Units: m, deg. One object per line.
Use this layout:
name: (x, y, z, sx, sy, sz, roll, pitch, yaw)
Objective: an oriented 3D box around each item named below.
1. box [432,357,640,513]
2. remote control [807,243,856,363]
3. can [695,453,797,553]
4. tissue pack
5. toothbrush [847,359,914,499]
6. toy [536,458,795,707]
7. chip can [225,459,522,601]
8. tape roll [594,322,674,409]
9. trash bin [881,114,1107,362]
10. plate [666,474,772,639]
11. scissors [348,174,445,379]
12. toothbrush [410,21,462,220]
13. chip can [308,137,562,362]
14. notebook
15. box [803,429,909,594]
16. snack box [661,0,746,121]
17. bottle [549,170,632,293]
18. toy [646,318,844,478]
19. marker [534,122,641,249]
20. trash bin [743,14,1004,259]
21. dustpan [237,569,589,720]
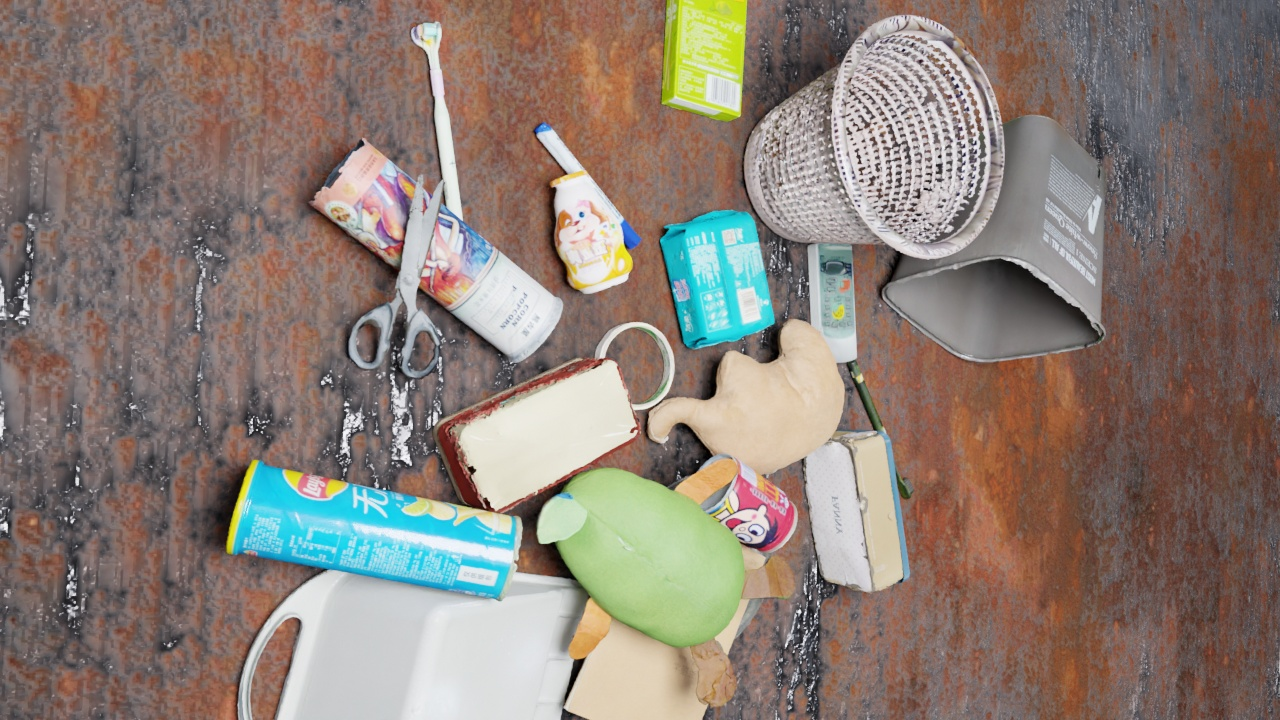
box: (-0.086, 0.061, 0.808, 0.168, 0.080, 0.091, -26, 102, -30)
remote control: (0.216, -0.064, 1.031, 0.056, 0.019, 0.135, -2, 90, -32)
can: (0.102, 0.142, 0.902, 0.093, 0.067, 0.066, 36, 71, -25)
tissue pack: (0.077, -0.084, 0.929, 0.093, 0.050, 0.133, -14, 96, -29)
toothbrush: (0.282, 0.080, 1.071, 0.017, 0.012, 0.186, -35, 106, -33)
toy: (0.019, 0.182, 0.821, 0.246, 0.090, 0.226, 40, 81, -12)
chip can: (-0.203, 0.134, 0.714, 0.210, 0.071, 0.071, 15, 81, -17)
tape roll: (-0.005, 0.005, 0.897, 0.085, 0.014, 0.086, 1, 88, -31)
trash bin: (0.427, -0.141, 1.068, 0.199, 0.199, 0.219, 32, 67, -27)
plate: (0.058, 0.204, 0.926, 0.179, 0.024, 0.179, 2, 86, -32)
scissors: (-0.193, -0.062, 0.732, 0.146, 0.014, 0.172, -20, 120, 4)
toothbrush: (-0.173, -0.197, 0.799, 0.020, 0.029, 0.189, -21, 105, -71)
chip can: (-0.167, -0.089, 0.769, 0.214, 0.071, 0.071, 40, 69, -23)
notebook: (0.030, 0.257, 0.885, 0.149, 0.012, 0.211, 33, 72, -26)
box: (0.233, 0.167, 0.996, 0.061, 0.090, 0.184, -14, 98, -32)
snack box: (0.067, -0.333, 0.943, 0.085, 0.026, 0.156, 5, 87, -31)
bottle: (-0.050, -0.118, 0.846, 0.063, 0.063, 0.108, -24, 101, -30)
toy: (0.116, 0.053, 0.937, 0.225, 0.083, 0.143, -25, 97, -26)
marker: (-0.049, -0.165, 0.874, 0.146, 0.017, 0.016, 49, 66, -21)
trash bin: (0.218, -0.207, 0.933, 0.227, 0.192, 0.227, 1, 88, -31)
dustpan: (-0.190, 0.277, 0.781, 0.257, 0.143, 0.222, 29, 72, -58)
